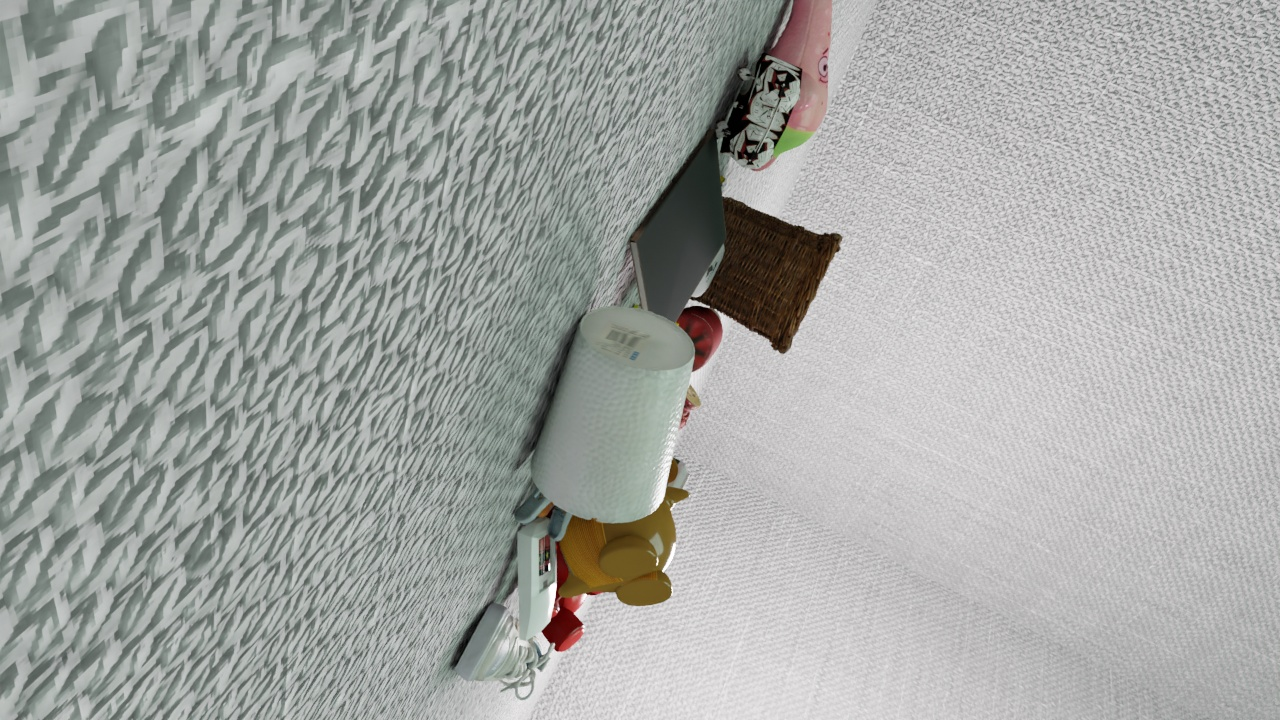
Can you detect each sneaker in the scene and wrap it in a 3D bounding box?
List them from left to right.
[{"bbox_3d":[-0.154,0.352,1.106,0.089,0.091,0.242,-61,172,-14],"label":"sneaker"}]

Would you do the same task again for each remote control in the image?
[{"bbox_3d":[-0.116,0.249,1.050,0.049,0.024,0.143,-25,121,-56],"label":"remote control"},{"bbox_3d":[0.053,-0.112,1.053,0.150,0.019,0.074,3,115,-62],"label":"remote control"}]

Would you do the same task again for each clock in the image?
[{"bbox_3d":[0.123,-0.267,0.984,0.154,0.065,0.115,-86,-162,-65],"label":"clock"}]

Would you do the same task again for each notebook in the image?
[{"bbox_3d":[0.045,-0.127,0.959,0.141,0.008,0.208,79,31,-41],"label":"notebook"}]

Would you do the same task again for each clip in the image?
[{"bbox_3d":[-0.053,0.120,0.980,0.127,0.028,0.167,33,86,-42],"label":"clip"}]

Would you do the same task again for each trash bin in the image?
[{"bbox_3d":[-0.021,0.045,0.842,0.133,0.133,0.162,-53,163,-57],"label":"trash bin"}]

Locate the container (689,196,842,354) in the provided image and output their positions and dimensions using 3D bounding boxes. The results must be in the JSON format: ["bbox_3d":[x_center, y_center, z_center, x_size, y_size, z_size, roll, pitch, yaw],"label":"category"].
[{"bbox_3d":[0.151,-0.128,1.227,0.162,0.183,0.249,-66,174,12],"label":"container"}]

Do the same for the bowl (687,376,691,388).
[{"bbox_3d":[0.013,0.073,1.399,0.143,0.074,0.144,-62,173,-14],"label":"bowl"}]

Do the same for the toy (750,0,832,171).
[{"bbox_3d":[0.188,-0.345,1.115,0.191,0.097,0.237,-68,173,-60],"label":"toy"}]

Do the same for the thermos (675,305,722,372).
[{"bbox_3d":[0.074,-0.038,1.225,0.073,0.073,0.239,-66,173,14],"label":"thermos"}]

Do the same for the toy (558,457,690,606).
[{"bbox_3d":[-0.020,0.174,1.091,0.199,0.163,0.203,68,13,-45],"label":"toy"}]

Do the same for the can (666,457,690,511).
[{"bbox_3d":[-0.011,0.151,1.226,0.087,0.140,0.088,-62,173,-14],"label":"can"}]

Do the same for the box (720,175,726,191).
[{"bbox_3d":[0.048,-0.129,1.103,0.210,0.033,0.064,-64,176,14],"label":"box"}]

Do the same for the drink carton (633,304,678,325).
[{"bbox_3d":[-0.006,0.006,1.072,0.042,0.058,0.135,-56,169,-61],"label":"drink carton"}]

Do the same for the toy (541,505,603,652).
[{"bbox_3d":[-0.091,0.263,1.191,0.157,0.120,0.198,-52,159,-44],"label":"toy"}]

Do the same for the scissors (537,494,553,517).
[{"bbox_3d":[-0.073,0.127,1.052,0.097,0.012,0.132,-24,-157,41],"label":"scissors"}]

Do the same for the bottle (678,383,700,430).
[{"bbox_3d":[0.033,0.079,1.510,0.111,0.099,0.098,-38,-179,18],"label":"bottle"}]
